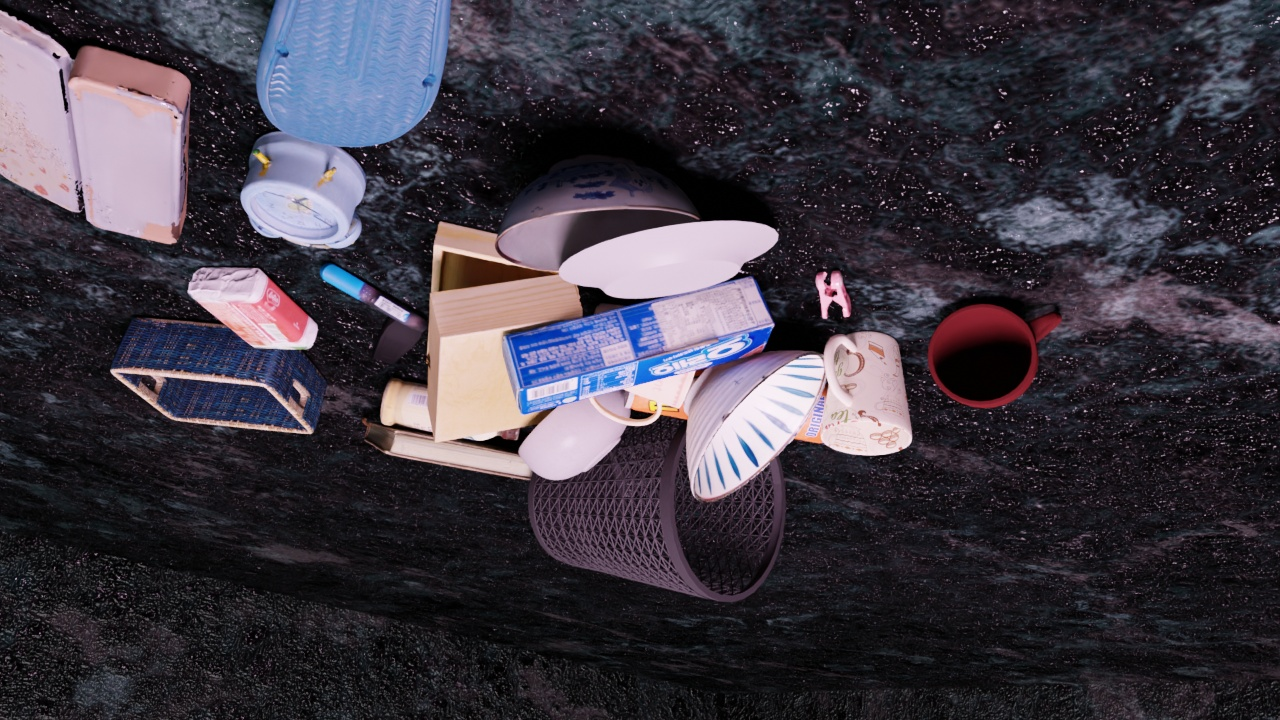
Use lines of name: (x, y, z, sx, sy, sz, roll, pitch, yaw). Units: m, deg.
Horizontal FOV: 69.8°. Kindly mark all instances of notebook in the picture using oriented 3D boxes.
notebook: (-0.243, 0.114, 1.181, 0.215, 0.034, 0.190, 15, 175, -28)

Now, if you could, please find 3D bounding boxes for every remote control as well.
remote control: (-0.262, -0.022, 0.985, 0.039, 0.010, 0.125, 19, 152, -22)

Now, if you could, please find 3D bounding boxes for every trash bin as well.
trash bin: (0.009, 0.164, 1.085, 0.244, 0.216, 0.217, -7, 151, 41)

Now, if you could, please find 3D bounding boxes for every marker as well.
marker: (-0.259, -0.060, 0.898, 0.123, 0.018, 0.015, 34, 176, -39)

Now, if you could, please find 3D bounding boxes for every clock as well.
clock: (-0.267, -0.127, 0.729, 0.088, 0.051, 0.125, 11, 154, -11)

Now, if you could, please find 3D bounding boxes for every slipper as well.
slipper: (-0.159, -0.206, 0.535, 0.103, 0.059, 0.214, 11, 141, -25)

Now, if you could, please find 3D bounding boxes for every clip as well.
clip: (0.160, -0.057, 0.790, 0.038, 0.022, 0.059, 1, 148, 19)

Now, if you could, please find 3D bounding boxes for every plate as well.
plate: (0.023, -0.072, 0.719, 0.173, 0.019, 0.173, -9, 172, -1)

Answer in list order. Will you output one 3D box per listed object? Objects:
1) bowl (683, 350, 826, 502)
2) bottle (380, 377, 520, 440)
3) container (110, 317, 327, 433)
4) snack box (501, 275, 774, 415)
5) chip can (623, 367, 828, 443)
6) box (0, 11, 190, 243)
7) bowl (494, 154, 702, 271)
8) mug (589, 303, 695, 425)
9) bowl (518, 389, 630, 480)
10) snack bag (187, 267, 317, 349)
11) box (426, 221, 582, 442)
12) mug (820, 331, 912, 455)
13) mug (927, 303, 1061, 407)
bowl: (0.091, 0.044, 0.864, 0.071, 0.177, 0.177, 42, 168, 27)
bottle: (-0.223, 0.062, 1.093, 0.162, 0.056, 0.057, 11, 154, -6)
container: (-0.478, 0.018, 1.057, 0.187, 0.071, 0.145, 5, 154, 6)
snack box: (-0.002, -0.013, 0.783, 0.226, 0.059, 0.059, -15, 155, -11)
chip can: (0.092, 0.037, 0.949, 0.210, 0.062, 0.062, 11, 154, -6)
box: (-0.429, -0.175, 0.704, 0.153, 0.058, 0.217, 17, 153, -21)
bowl: (-0.031, -0.112, 0.666, 0.151, 0.056, 0.151, -6, 170, -1)
mug: (-0.005, 0.005, 0.863, 0.104, 0.111, 0.085, 19, -170, -1)
bowl: (-0.062, 0.079, 0.988, 0.064, 0.131, 0.132, 47, 152, 6)
snack bag: (-0.391, -0.051, 0.933, 0.077, 0.036, 0.116, 2, 154, 14)
box: (-0.139, -0.027, 0.880, 0.140, 0.122, 0.249, -13, 160, -18)
mug: (0.198, 0.020, 0.845, 0.081, 0.097, 0.122, -15, 146, 38)
mug: (0.315, -0.006, 0.801, 0.114, 0.087, 0.088, -36, 157, 18)
